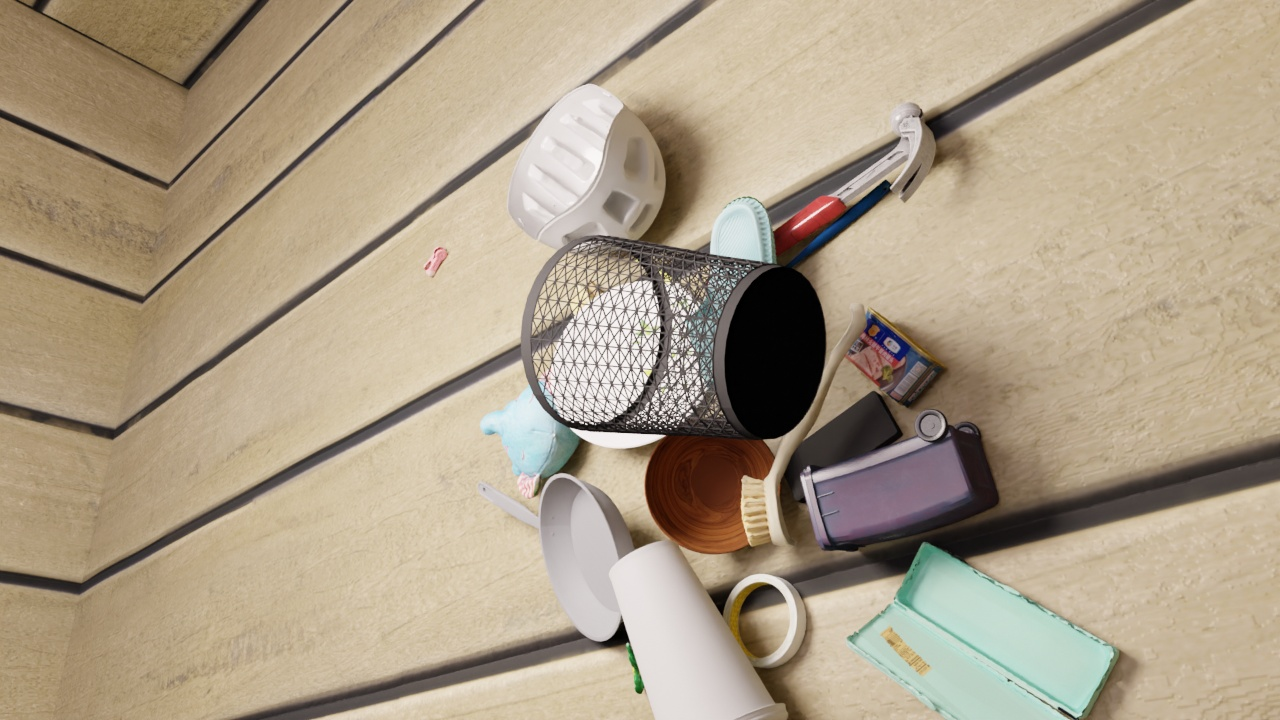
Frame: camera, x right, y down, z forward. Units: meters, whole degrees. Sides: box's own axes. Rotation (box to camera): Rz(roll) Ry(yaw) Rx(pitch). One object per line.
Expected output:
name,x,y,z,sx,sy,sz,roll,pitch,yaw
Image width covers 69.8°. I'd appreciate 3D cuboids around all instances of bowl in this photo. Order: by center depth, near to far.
bowl,0.081,0.136,1.018,0.147,0.069,0.147,0,89,7

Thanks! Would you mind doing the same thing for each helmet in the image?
helmet,-0.086,-0.263,1.290,0.282,0.183,0.224,38,94,39

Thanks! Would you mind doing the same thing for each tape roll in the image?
tape roll,0.128,0.272,0.959,0.094,0.019,0.094,-20,59,37

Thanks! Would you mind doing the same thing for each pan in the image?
pan,-0.109,0.213,1.154,0.357,0.050,0.201,23,118,54

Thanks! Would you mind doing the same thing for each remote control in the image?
remote control,0.208,0.092,0.967,0.134,0.013,0.058,-40,49,24

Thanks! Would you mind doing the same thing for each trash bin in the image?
trash bin,0.240,0.118,0.868,0.161,0.093,0.092,-26,65,32
trash bin,0.040,-0.018,0.932,0.244,0.216,0.216,8,77,44

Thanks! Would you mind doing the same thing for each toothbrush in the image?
toothbrush,0.212,-0.146,1.070,0.190,0.016,0.017,-40,35,24

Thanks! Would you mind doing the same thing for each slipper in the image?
slipper,0.111,-0.058,1.057,0.116,0.069,0.276,-13,76,44

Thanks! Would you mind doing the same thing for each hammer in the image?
hammer,0.198,-0.164,1.063,0.317,0.036,0.126,-35,32,34

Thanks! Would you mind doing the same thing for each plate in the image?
plate,-0.007,0.007,1.183,0.230,0.030,0.229,-9,65,21

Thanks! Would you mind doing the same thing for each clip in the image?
clip,-0.372,-0.180,1.653,0.044,0.023,0.060,26,96,45

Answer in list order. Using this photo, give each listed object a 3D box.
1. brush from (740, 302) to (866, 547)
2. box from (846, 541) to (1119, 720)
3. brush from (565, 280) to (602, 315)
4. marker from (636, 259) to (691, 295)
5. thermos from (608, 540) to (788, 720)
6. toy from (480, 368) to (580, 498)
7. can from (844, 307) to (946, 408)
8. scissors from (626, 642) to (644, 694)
brush,0.168,0.068,0.935,0.062,0.077,0.272,-100,31,-83
box,0.289,0.251,0.789,0.137,0.057,0.187,-49,41,-10
brush,-0.067,-0.067,1.289,0.049,0.039,0.117,-48,46,15
marker,0.033,-0.110,1.229,0.014,0.014,0.132,-56,44,9
thermos,0.048,0.298,0.923,0.132,0.131,0.221,-41,57,23
toy,-0.161,0.090,1.266,0.181,0.114,0.183,9,88,56
can,0.254,-0.002,0.937,0.059,0.054,0.100,-54,44,13
scissors,-0.005,0.319,1.005,0.014,0.131,0.071,-3,59,5
